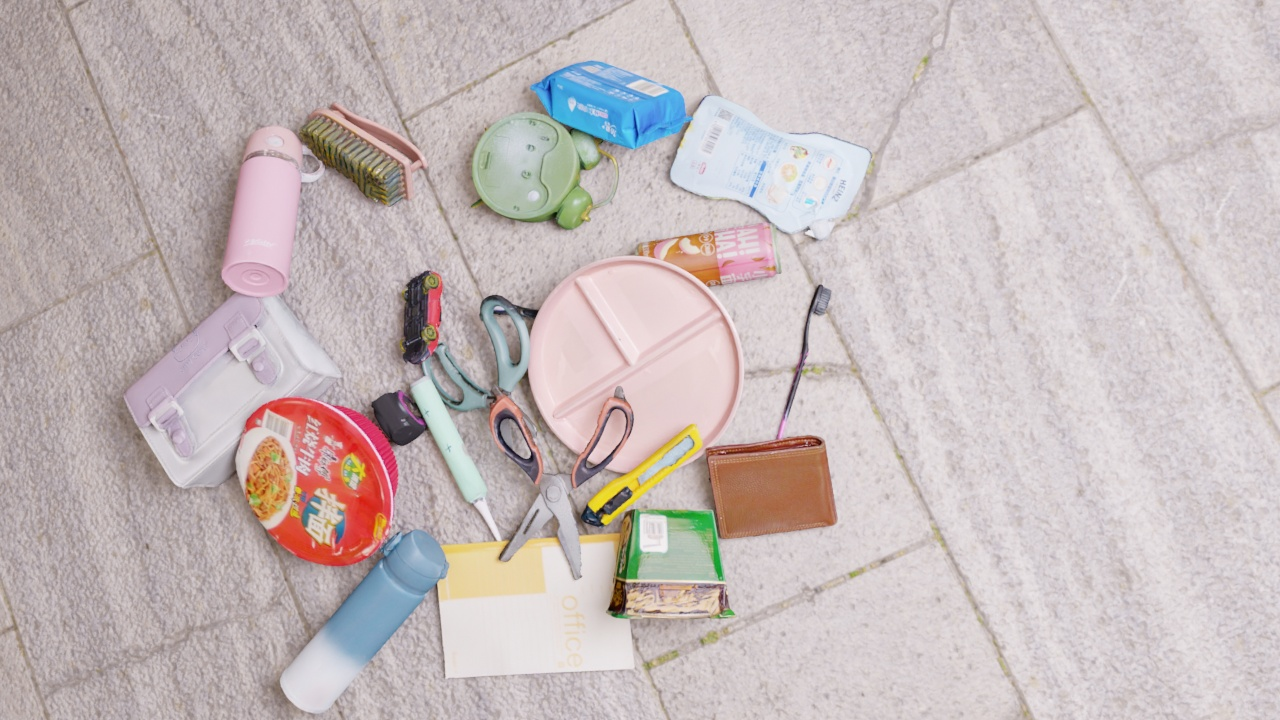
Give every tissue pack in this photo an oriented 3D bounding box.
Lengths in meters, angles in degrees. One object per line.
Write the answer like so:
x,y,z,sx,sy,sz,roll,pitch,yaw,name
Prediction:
-0.031,-0.268,0.963,0.157,0.094,0.052,29,130,26,tissue pack

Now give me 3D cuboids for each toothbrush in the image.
0.168,0.012,0.959,0.018,0.014,0.189,16,88,-3,toothbrush
-0.191,0.120,0.993,0.027,0.026,0.224,-28,87,3,toothbrush

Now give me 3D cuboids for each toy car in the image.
-0.237,-0.045,1.000,0.049,0.031,0.106,-22,60,38,toy car

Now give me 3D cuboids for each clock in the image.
-0.103,-0.203,0.995,0.161,0.056,0.116,9,87,9,clock

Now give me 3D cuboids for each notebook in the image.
-0.114,0.261,0.974,0.206,0.010,0.146,-5,91,8,notebook

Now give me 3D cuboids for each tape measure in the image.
-0.260,0.062,0.995,0.039,0.058,0.057,-35,78,-2,tape measure

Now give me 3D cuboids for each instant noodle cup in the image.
-0.330,0.119,0.975,0.194,0.065,0.194,7,111,18,instant noodle cup

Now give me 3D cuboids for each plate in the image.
-0.006,0.006,0.949,0.230,0.028,0.229,3,102,14,plate

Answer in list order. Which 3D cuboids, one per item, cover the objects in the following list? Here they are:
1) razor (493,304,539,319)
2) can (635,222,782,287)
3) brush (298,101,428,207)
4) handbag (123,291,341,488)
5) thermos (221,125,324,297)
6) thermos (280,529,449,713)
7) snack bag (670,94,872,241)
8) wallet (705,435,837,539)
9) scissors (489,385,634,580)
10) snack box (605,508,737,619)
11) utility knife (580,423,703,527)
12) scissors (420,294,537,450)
-0.104,-0.048,1.000,0.143,0.022,0.042,13,85,10,razor
0.071,-0.106,0.960,0.147,0.058,0.058,-9,84,8,can
-0.313,-0.239,1.031,0.145,0.063,0.072,34,61,12,brush
-0.455,0.025,1.013,0.197,0.098,0.145,-41,75,3,handbag
-0.399,-0.166,1.005,0.087,0.067,0.198,9,56,-21,thermos
-0.289,0.272,0.967,0.070,0.070,0.220,42,99,9,thermos
0.136,-0.204,0.970,0.191,0.039,0.110,24,84,9,snack bag
0.133,0.130,0.930,0.125,0.032,0.101,-8,112,9,wallet
-0.083,0.119,0.951,0.189,0.015,0.222,-20,93,7,scissors
0.026,0.199,0.909,0.118,0.118,0.105,1,79,-9,snack box
0.002,0.118,0.931,0.154,0.015,0.033,-40,102,5,utility knife
-0.157,0.006,0.976,0.173,0.019,0.179,38,112,18,scissors
